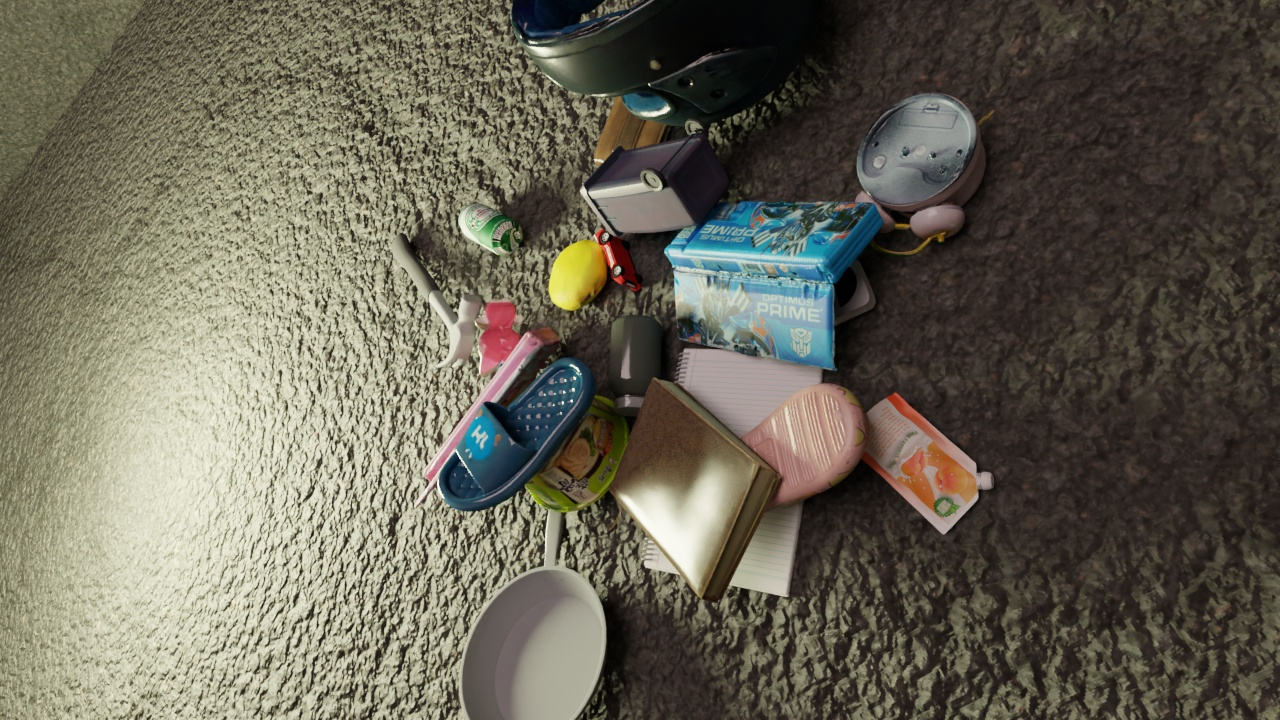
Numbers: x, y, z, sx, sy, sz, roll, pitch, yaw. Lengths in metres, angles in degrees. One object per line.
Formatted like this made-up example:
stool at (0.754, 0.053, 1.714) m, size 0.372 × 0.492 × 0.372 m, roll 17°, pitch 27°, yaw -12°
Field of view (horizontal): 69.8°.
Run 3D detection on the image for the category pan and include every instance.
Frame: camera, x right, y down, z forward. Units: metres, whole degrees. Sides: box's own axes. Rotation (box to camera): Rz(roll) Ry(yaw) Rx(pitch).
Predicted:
pan at (-0.104, 0.258, 1.042) m, size 0.201 × 0.051 × 0.355 m, roll -12°, pitch 53°, yaw 32°

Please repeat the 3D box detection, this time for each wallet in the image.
wallet at (-0.002, -0.301, 1.177) m, size 0.099 × 0.027 × 0.121 m, roll 17°, pitch 84°, yaw 38°

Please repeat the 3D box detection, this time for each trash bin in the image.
trash bin at (0.013, -0.203, 1.056) m, size 0.161 × 0.092 × 0.093 m, roll 4°, pitch 49°, yaw 51°

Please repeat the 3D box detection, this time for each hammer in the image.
hammer at (-0.306, -0.100, 1.330) m, size 0.311 × 0.029 × 0.125 m, roll 47°, pitch 127°, yaw 45°

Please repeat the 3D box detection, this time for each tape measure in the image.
tape measure at (0.198, -0.069, 0.924) m, size 0.064 × 0.016 × 0.065 m, roll -27°, pitch 62°, yaw 29°

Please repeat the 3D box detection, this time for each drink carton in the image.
drink carton at (0.253, 0.092, 0.831) m, size 0.069 × 0.038 × 0.122 m, roll -51°, pitch 56°, yaw 13°

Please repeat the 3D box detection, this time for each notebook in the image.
notebook at (0.038, 0.140, 0.933) m, size 0.215 × 0.034 × 0.190 m, roll 42°, pitch 115°, yaw 54°
notebook at (0.094, 0.107, 0.963) m, size 0.178 × 0.013 × 0.245 m, roll 2°, pitch 76°, yaw 38°

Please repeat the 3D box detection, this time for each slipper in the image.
slipper at (-0.135, 0.078, 0.975) m, size 0.214 × 0.059 × 0.103 m, roll -42°, pitch 48°, yaw 5°
slipper at (0.155, 0.094, 0.872) m, size 0.198 × 0.081 × 0.093 m, roll -42°, pitch 51°, yaw 47°

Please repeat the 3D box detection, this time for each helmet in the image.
helmet at (0.047, -0.377, 1.019) m, size 0.317 × 0.236 × 0.248 m, roll -25°, pitch 56°, yaw 21°

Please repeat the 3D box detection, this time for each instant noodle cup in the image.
instant noodle cup at (-0.095, 0.091, 1.046) m, size 0.146 × 0.098 × 0.146 m, roll -19°, pitch 53°, yaw 27°

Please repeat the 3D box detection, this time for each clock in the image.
clock at (0.270, -0.176, 0.892) m, size 0.117 × 0.058 × 0.158 m, roll 16°, pitch 85°, yaw 42°

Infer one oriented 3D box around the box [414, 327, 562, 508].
box at (-0.189, 0.063, 1.110) m, size 0.039 × 0.179 × 0.233 m, roll 39°, pitch 101°, yaw 1°

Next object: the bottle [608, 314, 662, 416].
bottle at (-0.006, 0.006, 1.047) m, size 0.060 × 0.060 × 0.108 m, roll -11°, pitch 68°, yaw 36°

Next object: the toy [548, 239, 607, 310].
toy at (-0.080, -0.108, 1.160) m, size 0.096 × 0.041 × 0.094 m, roll -47°, pitch 46°, yaw 16°

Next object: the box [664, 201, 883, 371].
box at (0.117, -0.092, 0.951) m, size 0.244 × 0.071 × 0.170 m, roll 13°, pitch 84°, yaw 52°

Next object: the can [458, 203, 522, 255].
can at (-0.209, -0.184, 1.280) m, size 0.101 × 0.053 × 0.053 m, roll 32°, pitch 95°, yaw 41°

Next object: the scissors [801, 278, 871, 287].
scissors at (0.192, -0.092, 0.957) m, size 0.127 × 0.015 × 0.125 m, roll -33°, pitch 57°, yaw 22°

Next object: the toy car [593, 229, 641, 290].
toy car at (-0.027, -0.122, 1.123) m, size 0.025 × 0.038 × 0.089 m, roll -37°, pitch 55°, yaw 26°

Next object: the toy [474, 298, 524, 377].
toy at (-0.183, -0.030, 1.213) m, size 0.065 × 0.050 × 0.102 m, roll -3°, pitch 90°, yaw 4°
